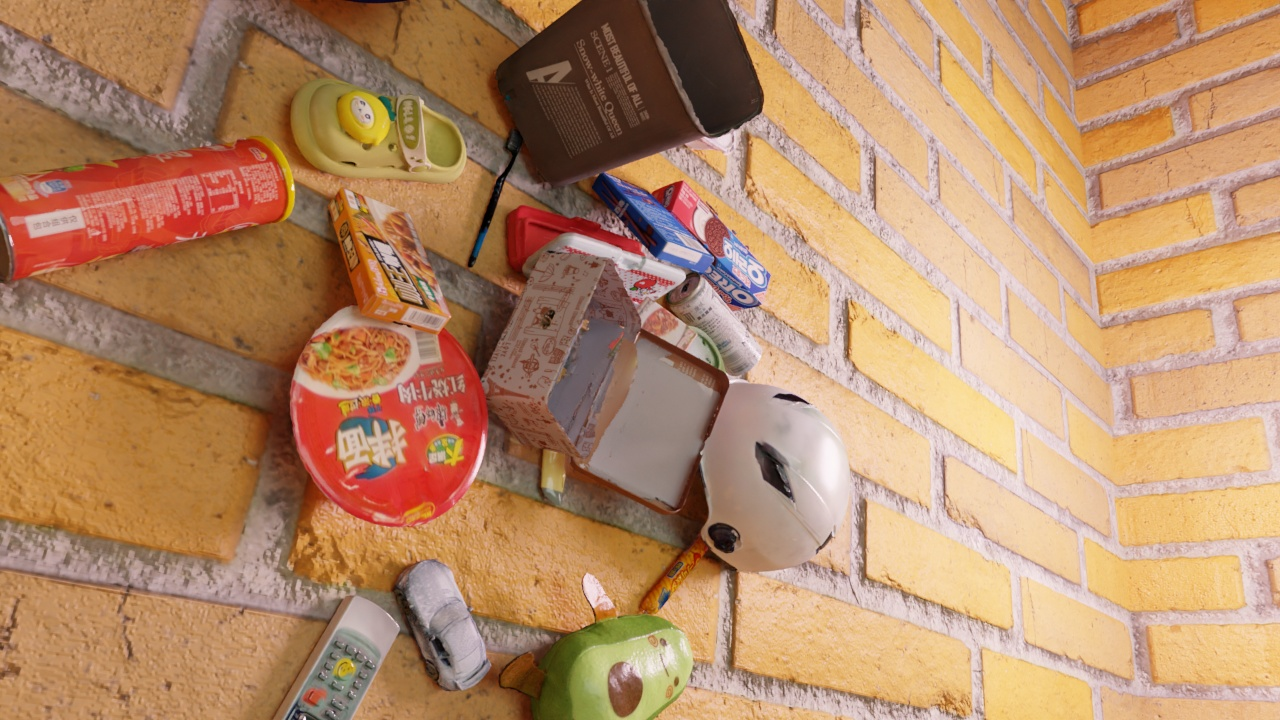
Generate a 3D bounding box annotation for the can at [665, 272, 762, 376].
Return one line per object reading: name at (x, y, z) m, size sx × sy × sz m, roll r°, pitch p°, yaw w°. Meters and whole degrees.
can at (0.097, -0.045, 1.191) m, size 0.147 × 0.058 × 0.058 m, roll 47°, pitch 48°, yaw -29°

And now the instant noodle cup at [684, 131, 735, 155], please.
instant noodle cup at (0.067, -0.370, 1.253) m, size 0.138 × 0.060 × 0.173 m, roll 19°, pitch 64°, yaw -44°

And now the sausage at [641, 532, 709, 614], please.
sausage at (0.047, 0.246, 1.077) m, size 0.164 × 0.022 × 0.021 m, roll -41°, pitch 109°, yaw -46°

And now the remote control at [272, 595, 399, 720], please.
remote control at (-0.248, 0.260, 0.743) m, size 0.056 × 0.019 × 0.134 m, roll 48°, pitch 48°, yaw -28°

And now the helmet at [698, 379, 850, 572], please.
helmet at (0.174, 0.142, 1.115) m, size 0.228 × 0.146 × 0.259 m, roll -65°, pitch 144°, yaw -39°

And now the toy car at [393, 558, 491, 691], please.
toy car at (-0.175, 0.236, 0.821) m, size 0.054 × 0.037 × 0.120 m, roll -29°, pitch 98°, yaw -48°

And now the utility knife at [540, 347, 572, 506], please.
utility knife at (-0.086, 0.058, 0.984) m, size 0.031 × 0.020 × 0.195 m, roll 19°, pitch 69°, yaw -36°

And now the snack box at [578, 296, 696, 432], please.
snack box at (-0.006, 0.006, 1.034) m, size 0.075 × 0.026 × 0.152 m, roll 37°, pitch 65°, yaw -1°

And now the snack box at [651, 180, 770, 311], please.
snack box at (0.092, -0.148, 1.218) m, size 0.207 × 0.057 × 0.058 m, roll 41°, pitch 54°, yaw -34°

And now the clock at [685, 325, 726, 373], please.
clock at (0.059, 0.029, 1.128) m, size 0.161 × 0.056 × 0.115 m, roll 43°, pitch 51°, yaw -31°

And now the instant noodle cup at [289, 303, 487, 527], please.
instant noodle cup at (-0.226, 0.049, 0.796) m, size 0.193 × 0.066 × 0.193 m, roll 15°, pitch 69°, yaw -45°

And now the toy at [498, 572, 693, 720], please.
toy at (-0.036, 0.324, 0.910) m, size 0.246 × 0.090 × 0.227 m, roll -13°, pitch 95°, yaw -46°

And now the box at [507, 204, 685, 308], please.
box at (-0.042, -0.119, 1.024) m, size 0.201 × 0.102 × 0.095 m, roll 11°, pitch 72°, yaw -47°

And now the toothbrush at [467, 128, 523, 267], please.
toothbrush at (-0.156, -0.177, 0.981) m, size 0.016 × 0.014 × 0.189 m, roll 36°, pitch 55°, yaw -35°

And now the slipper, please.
slipper at (-0.230, -0.219, 0.861) m, size 0.190 × 0.082 × 0.091 m, roll -1°, pitch 77°, yaw -51°

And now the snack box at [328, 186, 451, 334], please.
snack box at (-0.224, -0.089, 0.811) m, size 0.075 × 0.026 × 0.153 m, roll 18°, pitch 33°, yaw -44°

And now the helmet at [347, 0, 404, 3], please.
helmet at (-0.227, -0.457, 0.815) m, size 0.314 × 0.248 × 0.241 m, roll -63°, pitch 152°, yaw -42°

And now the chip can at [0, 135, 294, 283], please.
chip can at (-0.368, -0.116, 0.680) m, size 0.216 × 0.073 × 0.073 m, roll -29°, pitch 101°, yaw -49°

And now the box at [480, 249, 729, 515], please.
box at (-0.035, 0.026, 0.953) m, size 0.272 × 0.131 × 0.178 m, roll 40°, pitch 60°, yaw -33°

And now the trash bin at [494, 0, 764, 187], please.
trash bin at (-0.017, -0.309, 1.008) m, size 0.198 × 0.220 × 0.199 m, roll -42°, pitch 111°, yaw -54°

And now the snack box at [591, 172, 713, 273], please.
snack box at (0.013, -0.164, 1.089) m, size 0.084 × 0.026 × 0.157 m, roll 12°, pitch 31°, yaw -46°
